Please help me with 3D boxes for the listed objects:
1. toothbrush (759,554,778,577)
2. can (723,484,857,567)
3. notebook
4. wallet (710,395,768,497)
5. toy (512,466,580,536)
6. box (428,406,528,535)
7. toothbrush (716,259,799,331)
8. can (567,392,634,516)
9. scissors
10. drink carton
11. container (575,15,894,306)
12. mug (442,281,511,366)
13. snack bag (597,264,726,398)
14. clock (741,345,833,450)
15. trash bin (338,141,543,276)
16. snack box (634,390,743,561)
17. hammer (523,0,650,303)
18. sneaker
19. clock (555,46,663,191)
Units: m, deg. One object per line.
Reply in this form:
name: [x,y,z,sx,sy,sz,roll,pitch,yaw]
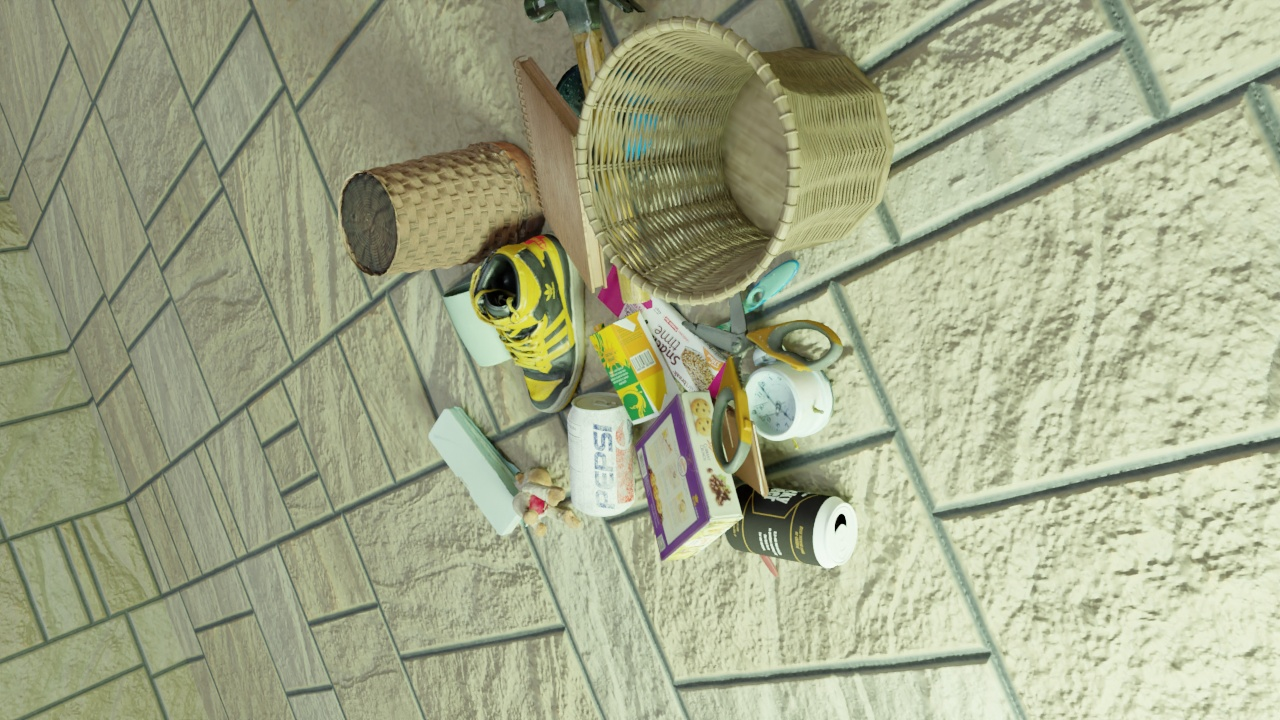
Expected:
toothbrush: [0.104,0.164,1.033,0.184,0.015,0.015,59,140,9]
can: [0.152,0.170,0.951,0.129,0.071,0.072,2,105,42]
notebook: [-0.086,-0.201,0.994,0.211,0.022,0.169,85,158,-49]
wallet: [0.098,0.086,0.971,0.121,0.013,0.087,-147,41,-64]
toy: [-0.133,0.184,1.231,0.106,0.074,0.085,50,178,44]
box: [-0.225,0.153,1.306,0.199,0.070,0.085,47,149,23]
toothbrush: [0.116,-0.061,0.946,0.136,0.017,0.022,-44,70,42]
can: [-0.047,0.113,1.110,0.078,0.078,0.136,13,112,39]
scissors: [0.103,0.006,0.911,0.225,0.016,0.226,19,92,52]
drink carton: [-0.006,0.006,1.047,0.058,0.041,0.122,-25,93,56]
container: [0.090,-0.178,0.806,0.227,0.195,0.227,15,113,39]
mug: [-0.205,-0.053,1.208,0.111,0.084,0.104,24,136,67]
snack bag: [0.024,-0.033,1.040,0.196,0.016,0.070,47,131,21]
clock: [0.139,0.030,0.929,0.117,0.057,0.083,49,131,29]
trash bin: [-0.242,-0.182,1.100,0.151,0.209,0.151,14,112,39]
snack box: [0.048,0.128,0.995,0.148,0.040,0.143,125,137,-56]
hammer: [-0.032,-0.220,0.941,0.132,0.033,0.331,1,109,39]
sneaker: [-0.139,-0.035,1.116,0.086,0.121,0.239,20,116,38]
clock: [-0.047,-0.252,1.005,0.117,0.060,0.162,54,133,14]
